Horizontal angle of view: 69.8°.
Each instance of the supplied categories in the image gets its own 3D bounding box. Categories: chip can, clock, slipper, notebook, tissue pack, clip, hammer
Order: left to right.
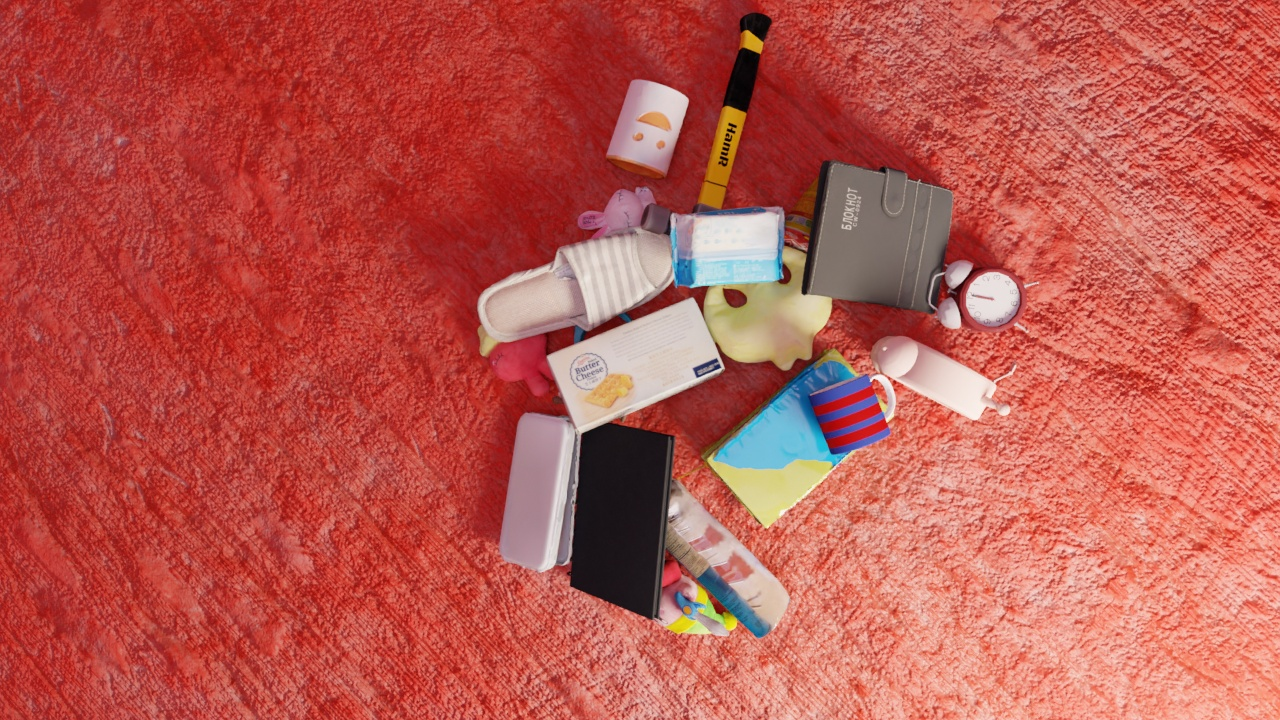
[{"bbox_3d":[-0.083,-0.096,1.190,0.273,0.054,0.114,-21,105,4],"label":"slipper"},{"bbox_3d":[-0.071,-0.044,1.240,0.120,0.033,0.118,13,97,7],"label":"clip"},{"bbox_3d":[-0.030,0.201,1.197,0.169,0.019,0.231,8,94,45],"label":"notebook"},{"bbox_3d":[0.097,0.256,1.201,0.229,0.079,0.080,44,97,4],"label":"chip can"},{"bbox_3d":[0.105,-0.141,1.130,0.144,0.061,0.093,-5,108,-9],"label":"tissue pack"},{"bbox_3d":[0.118,-0.292,1.183,0.169,0.034,0.324,15,87,-17],"label":"hammer"},{"bbox_3d":[0.296,-0.151,1.127,0.208,0.029,0.169,5,97,-31],"label":"notebook"},{"bbox_3d":[0.367,0.011,1.125,0.160,0.131,0.086,22,94,7],"label":"clock"},{"bbox_3d":[0.427,-0.078,1.154,0.124,0.044,0.087,10,94,2],"label":"clock"}]

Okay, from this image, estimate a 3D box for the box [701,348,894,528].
[{"bbox_3d":[0.199,0.097,1.169,0.221,0.079,0.124,-43,88,-3],"label":"box"}]

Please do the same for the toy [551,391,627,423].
[{"bbox_3d":[-0.066,0.047,1.232,0.102,0.042,0.054,11,52,-7],"label":"toy"}]

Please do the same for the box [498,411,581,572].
[{"bbox_3d":[-0.136,0.175,1.235,0.118,0.063,0.213,9,95,24],"label":"box"}]

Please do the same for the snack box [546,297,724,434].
[{"bbox_3d":[-0.007,0.007,1.188,0.208,0.057,0.104,-22,82,-5],"label":"snack box"}]

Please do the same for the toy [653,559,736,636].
[{"bbox_3d":[0.064,0.317,1.201,0.096,0.124,0.131,-33,84,-32],"label":"toy"}]

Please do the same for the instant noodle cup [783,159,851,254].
[{"bbox_3d":[0.241,-0.188,1.159,0.100,0.100,0.112,31,88,6],"label":"instant noodle cup"}]

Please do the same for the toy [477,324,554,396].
[{"bbox_3d":[-0.163,-0.010,1.241,0.092,0.045,0.135,-44,80,9],"label":"toy"}]

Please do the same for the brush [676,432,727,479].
[{"bbox_3d":[0.107,0.128,1.223,0.126,0.017,0.048,-28,88,8],"label":"brush"}]

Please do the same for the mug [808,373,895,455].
[{"bbox_3d":[0.264,0.059,1.102,0.111,0.075,0.076,-20,87,-28],"label":"mug"}]

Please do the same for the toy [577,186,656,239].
[{"bbox_3d":[-0.030,-0.189,1.217,0.110,0.047,0.063,-30,81,11],"label":"toy"}]

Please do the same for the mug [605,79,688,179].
[{"bbox_3d":[0.009,-0.298,1.189,0.082,0.082,0.105,18,94,7],"label":"mug"}]

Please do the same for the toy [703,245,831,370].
[{"bbox_3d":[0.167,-0.061,1.185,0.171,0.064,0.155,-29,78,12],"label":"toy"}]
